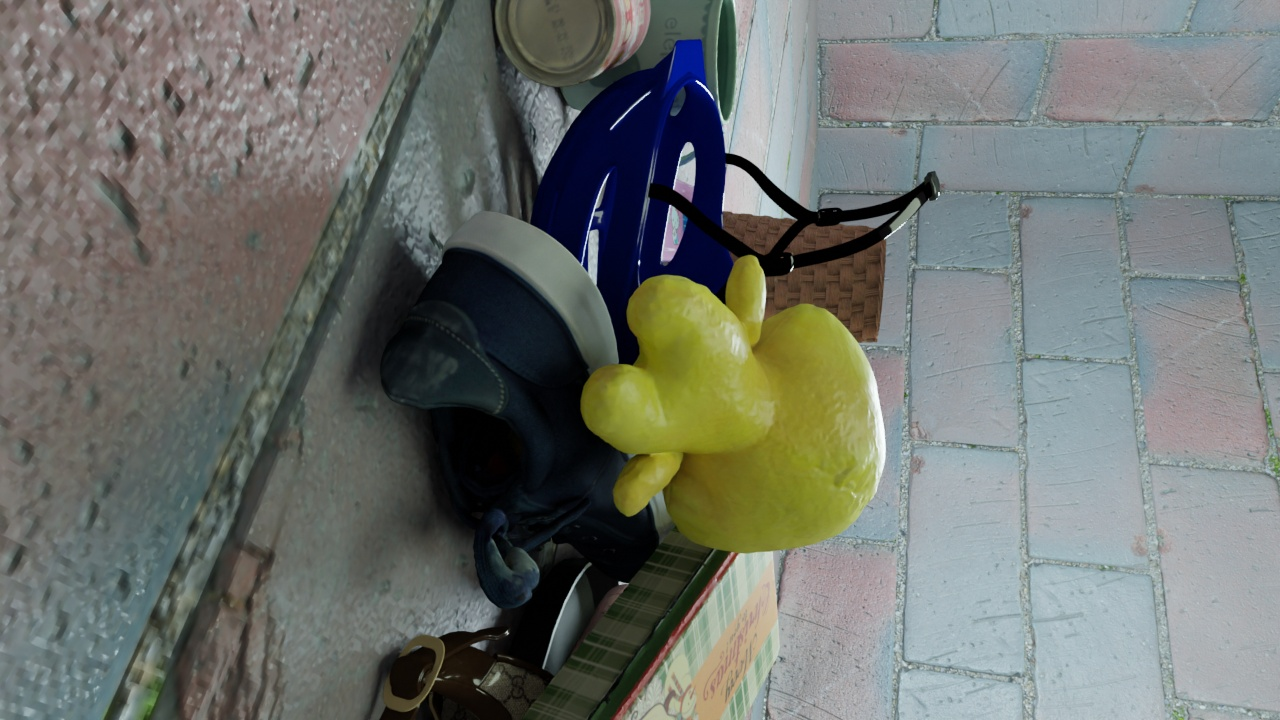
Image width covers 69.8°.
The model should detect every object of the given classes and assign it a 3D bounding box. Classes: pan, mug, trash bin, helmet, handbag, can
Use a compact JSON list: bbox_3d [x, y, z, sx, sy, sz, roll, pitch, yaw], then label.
[{"bbox_3d":[-0.042,0.286,0.666,0.357,0.034,0.224,77,22,-50],"label":"pan"},{"bbox_3d":[0.005,-0.177,0.586,0.084,0.104,0.111,-63,153,-58],"label":"mug"},{"bbox_3d":[0.146,-0.086,0.969,0.151,0.210,0.151,5,89,-77],"label":"trash bin"},{"bbox_3d":[0.045,-0.054,0.524,0.147,0.228,0.242,-40,136,-60],"label":"helmet"},{"bbox_3d":[-0.087,0.207,0.419,0.138,0.063,0.166,39,57,-62],"label":"handbag"},{"bbox_3d":[-0.034,-0.188,0.497,0.076,0.067,0.067,-60,150,-61],"label":"can"}]

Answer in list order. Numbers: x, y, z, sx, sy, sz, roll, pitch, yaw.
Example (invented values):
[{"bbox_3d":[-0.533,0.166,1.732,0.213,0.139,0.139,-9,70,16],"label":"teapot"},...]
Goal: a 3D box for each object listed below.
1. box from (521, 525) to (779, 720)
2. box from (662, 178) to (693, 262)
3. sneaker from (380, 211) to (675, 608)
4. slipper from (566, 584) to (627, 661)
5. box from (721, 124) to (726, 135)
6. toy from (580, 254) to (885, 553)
[{"bbox_3d":[0.015,0.170,0.477,0.204,0.050,0.118,-40,132,-52],"label":"box"},{"bbox_3d":[0.017,-0.122,0.802,0.214,0.036,0.076,-25,114,-74],"label":"box"},{"bbox_3d":[-0.053,0.069,0.468,0.127,0.121,0.295,-54,150,-23],"label":"sneaker"},{"bbox_3d":[-0.006,0.213,0.565,0.196,0.081,0.093,-63,151,-62],"label":"slipper"},{"bbox_3d":[0.038,-0.220,0.729,0.230,0.077,0.085,-27,139,-75],"label":"box"},{"bbox_3d":[0.051,0.029,0.440,0.207,0.092,0.134,31,92,-40],"label":"toy"}]
